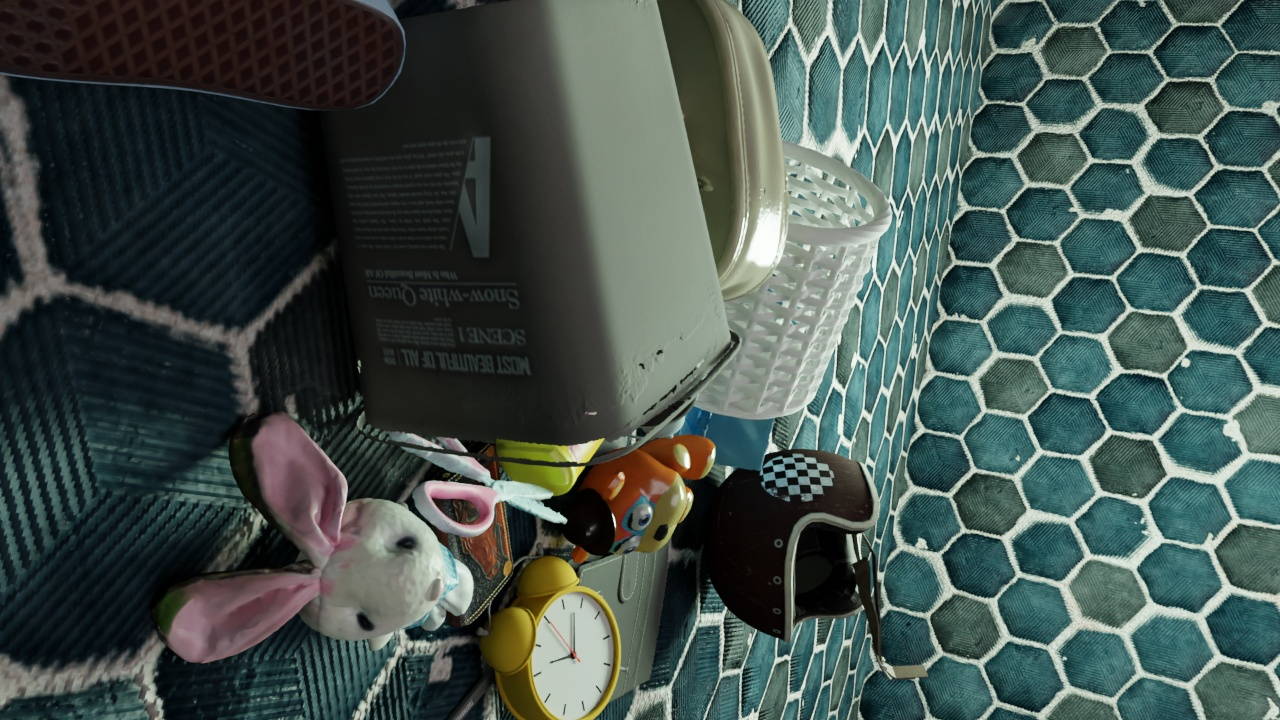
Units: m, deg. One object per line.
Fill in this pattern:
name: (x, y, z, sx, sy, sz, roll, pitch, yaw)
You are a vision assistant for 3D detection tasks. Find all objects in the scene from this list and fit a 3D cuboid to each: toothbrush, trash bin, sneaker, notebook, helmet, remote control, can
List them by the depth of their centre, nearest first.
sneaker: (-0.211, -0.162, 0.346, 0.240, 0.098, 0.084, 2, 135, -49)
trash bin: (-0.067, -0.086, 0.526, 0.196, 0.198, 0.220, -39, 127, -52)
can: (-0.060, 0.049, 0.718, 0.104, 0.068, 0.068, -54, 144, -44)
toothbrush: (-0.108, 0.239, 0.752, 0.166, 0.013, 0.013, -45, 137, -47)
remote control: (-0.043, 0.076, 0.830, 0.124, 0.009, 0.046, 25, 76, -64)
notebook: (-0.029, 0.262, 0.909, 0.208, 0.029, 0.169, 6, 94, -66)
helmet: (0.204, 0.230, 1.114, 0.233, 0.253, 0.234, -90, 174, -47)

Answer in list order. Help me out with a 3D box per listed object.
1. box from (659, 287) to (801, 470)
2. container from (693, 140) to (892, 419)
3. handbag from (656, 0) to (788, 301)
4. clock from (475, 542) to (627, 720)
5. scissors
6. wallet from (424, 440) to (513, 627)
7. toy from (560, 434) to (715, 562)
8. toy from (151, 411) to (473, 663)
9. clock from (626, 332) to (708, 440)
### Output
box: (0.108, 0.000, 1.003, 0.094, 0.110, 0.231, 52, 52, -59)
container: (0.098, -0.077, 0.811, 0.188, 0.189, 0.187, -44, 154, -52)
handbag: (0.006, -0.161, 0.650, 0.131, 0.184, 0.229, -2, 102, -60)
clock: (-0.071, 0.229, 0.745, 0.152, 0.052, 0.113, 59, 42, -22)
scissors: (-0.108, 0.073, 0.622, 0.016, 0.108, 0.179, -41, 158, 14)
wallet: (-0.124, 0.123, 0.666, 0.072, 0.019, 0.123, -48, 140, -56)
toy: (-0.005, 0.123, 0.827, 0.175, 0.096, 0.112, -8, 133, -41)
toy: (-0.148, 0.127, 0.520, 0.205, 0.106, 0.131, 49, 58, -57)
clock: (-0.005, 0.005, 0.760, 0.045, 0.122, 0.160, -57, 160, -47)
